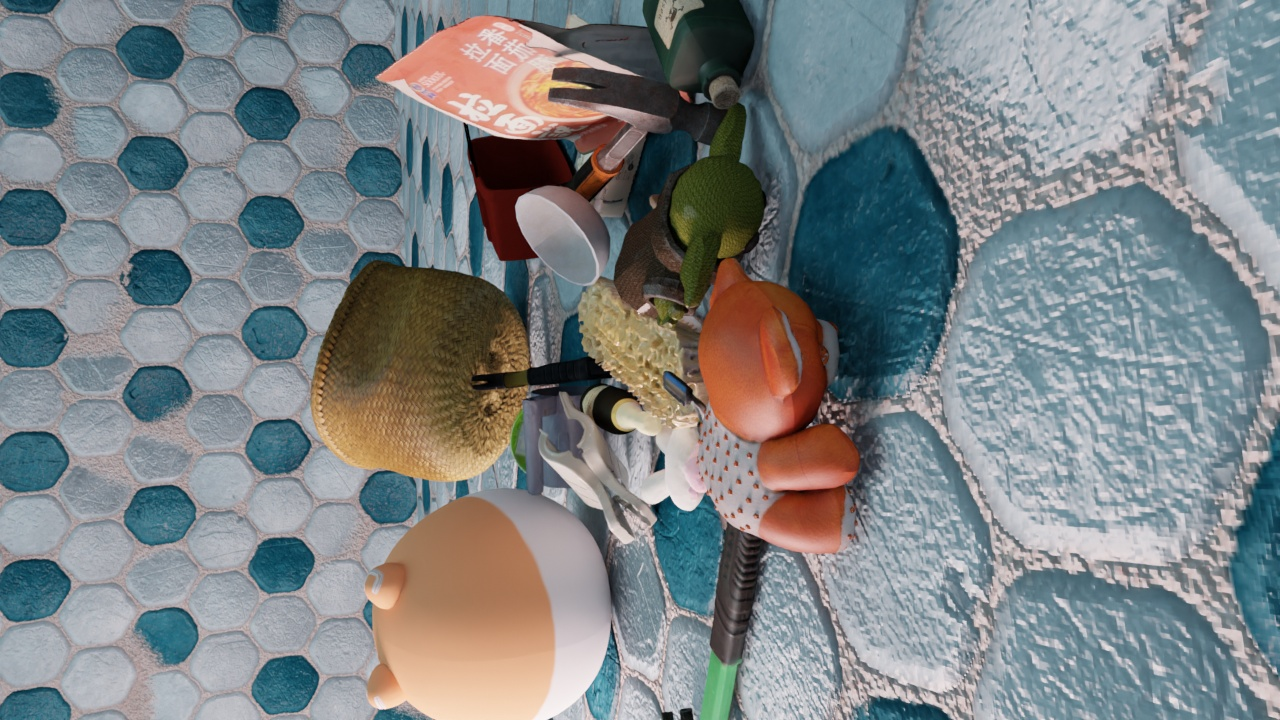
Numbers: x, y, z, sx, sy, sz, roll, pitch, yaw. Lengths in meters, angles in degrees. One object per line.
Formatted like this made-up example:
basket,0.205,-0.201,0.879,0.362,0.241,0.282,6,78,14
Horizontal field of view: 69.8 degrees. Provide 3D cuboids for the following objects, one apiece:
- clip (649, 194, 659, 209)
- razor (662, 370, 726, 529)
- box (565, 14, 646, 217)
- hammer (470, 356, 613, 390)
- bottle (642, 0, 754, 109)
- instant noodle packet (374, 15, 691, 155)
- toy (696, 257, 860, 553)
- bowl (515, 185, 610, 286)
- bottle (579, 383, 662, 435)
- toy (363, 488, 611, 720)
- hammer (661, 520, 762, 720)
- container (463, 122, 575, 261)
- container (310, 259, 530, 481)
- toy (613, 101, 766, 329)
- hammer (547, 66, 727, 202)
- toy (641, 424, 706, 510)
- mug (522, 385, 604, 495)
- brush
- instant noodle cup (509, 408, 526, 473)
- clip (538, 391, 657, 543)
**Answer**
clip,0.026,-0.129,0.817,0.061,0.024,0.041,40,131,53
razor,0.052,0.071,0.701,0.043,0.022,0.144,44,158,60
box,-0.047,-0.257,0.960,0.144,0.050,0.183,110,149,-46
hammer,-0.112,0.017,1.098,0.334,0.117,0.025,-8,87,64
bottle,0.047,-0.241,0.692,0.061,0.061,0.131,113,148,-52
instant noodle packet,-0.088,-0.245,0.773,0.165,0.220,0.084,-4,88,48
toy,0.084,0.026,0.597,0.163,0.092,0.173,-122,23,-58
bowl,-0.067,-0.125,0.872,0.106,0.039,0.106,35,153,20
bottle,-0.016,0.052,0.896,0.185,0.045,0.045,-169,78,-72
toy,-0.176,0.279,1.035,0.266,0.280,0.263,11,103,49
hammer,0.066,0.235,0.732,0.130,0.032,0.319,-132,45,-61
container,-0.152,-0.239,1.133,0.148,0.127,0.201,-115,20,-45
container,-0.288,0.022,1.293,0.306,0.197,0.307,8,-91,-72
toy,0.040,-0.093,0.697,0.153,0.078,0.179,-41,31,59
hammer,-0.049,-0.180,0.841,0.315,0.137,0.035,158,123,-68
toy,0.037,0.091,0.785,0.123,0.038,0.079,179,101,-70
mug,-0.089,0.086,1.015,0.084,0.123,0.104,2,97,26
brush,0.008,-0.014,0.823,0.271,0.056,0.083,-137,52,-62
instant noodle cup,-0.115,0.090,1.124,0.108,0.099,0.099,-164,73,-76
clip,-0.051,0.120,0.915,0.152,0.096,0.126,66,-175,34
